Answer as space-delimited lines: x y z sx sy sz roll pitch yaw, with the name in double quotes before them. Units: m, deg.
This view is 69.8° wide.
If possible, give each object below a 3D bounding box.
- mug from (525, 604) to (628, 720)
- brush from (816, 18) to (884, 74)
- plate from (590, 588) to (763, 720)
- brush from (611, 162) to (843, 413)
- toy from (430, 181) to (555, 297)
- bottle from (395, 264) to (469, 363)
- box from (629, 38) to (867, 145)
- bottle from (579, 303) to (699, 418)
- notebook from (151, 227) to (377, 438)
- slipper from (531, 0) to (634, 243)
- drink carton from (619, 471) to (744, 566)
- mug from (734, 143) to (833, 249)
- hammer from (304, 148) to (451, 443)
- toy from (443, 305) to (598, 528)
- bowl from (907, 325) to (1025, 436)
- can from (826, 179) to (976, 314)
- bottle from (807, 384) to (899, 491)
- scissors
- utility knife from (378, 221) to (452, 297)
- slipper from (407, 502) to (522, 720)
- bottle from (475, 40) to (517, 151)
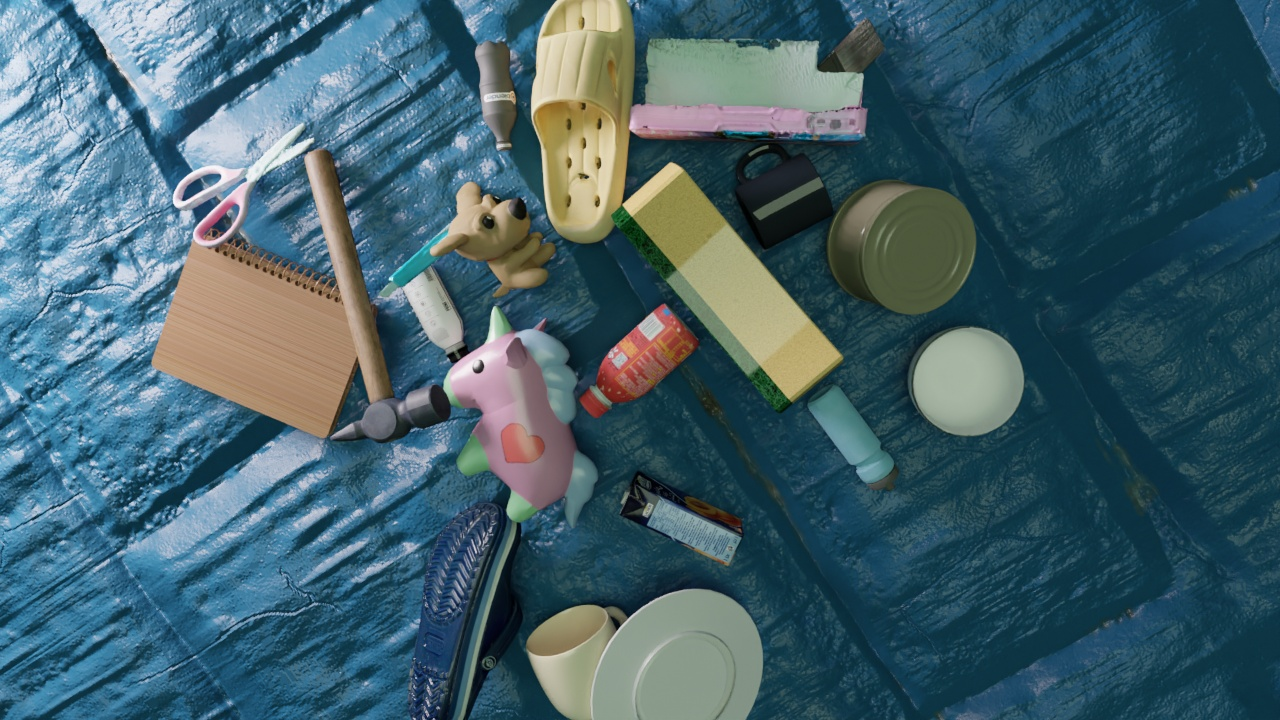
"mug" -0.053 0.329 1.000 0.120 0.096 0.100 -29 105 -32
"brush" 0.191 -0.287 0.954 0.151 0.012 0.039 -44 93 7
"plate" 0.046 0.348 0.983 0.208 0.015 0.209 -4 100 -25
"brush" 0.082 -0.070 0.891 0.075 0.195 0.250 -41 93 6
"toy" -0.147 -0.121 0.954 0.106 0.133 0.108 -28 122 27
"bottle" -0.220 -0.052 0.986 0.041 0.041 0.116 -27 94 5
"box" 0.108 -0.272 0.913 0.230 0.086 0.106 4 101 8
"bottle" -0.006 0.006 0.972 0.137 0.062 0.062 -41 93 7
"notebook" -0.411 -0.031 1.008 0.210 0.022 0.169 23 98 0
"slipper" -0.069 -0.249 0.927 0.111 0.079 0.261 6 101 28
"drink carton" 0.043 0.168 0.986 0.130 0.064 0.040 25 96 0
"mug" 0.140 -0.177 0.946 0.077 0.071 0.105 -27 68 5
"hammer" -0.301 -0.070 0.962 0.129 0.040 0.321 -19 82 15
"toy" -0.114 0.066 0.965 0.222 0.120 0.171 44 106 -2
"bowl" 0.333 0.019 0.955 0.113 0.063 0.113 0 96 3
"can" 0.261 -0.114 0.920 0.127 0.073 0.128 -4 107 -14
"bottle" 0.231 0.087 0.980 0.040 0.040 0.130 -37 93 6
"scissors" -0.429 -0.208 0.987 0.179 0.016 0.105 -46 72 1
"utility knife" -0.229 -0.106 0.959 0.022 0.015 0.124 51 57 -13
"slipper" -0.183 0.280 1.000 0.095 0.105 0.252 19 84 -38
"bottle" -0.149 -0.275 0.959 0.036 0.036 0.110 -6 96 3
